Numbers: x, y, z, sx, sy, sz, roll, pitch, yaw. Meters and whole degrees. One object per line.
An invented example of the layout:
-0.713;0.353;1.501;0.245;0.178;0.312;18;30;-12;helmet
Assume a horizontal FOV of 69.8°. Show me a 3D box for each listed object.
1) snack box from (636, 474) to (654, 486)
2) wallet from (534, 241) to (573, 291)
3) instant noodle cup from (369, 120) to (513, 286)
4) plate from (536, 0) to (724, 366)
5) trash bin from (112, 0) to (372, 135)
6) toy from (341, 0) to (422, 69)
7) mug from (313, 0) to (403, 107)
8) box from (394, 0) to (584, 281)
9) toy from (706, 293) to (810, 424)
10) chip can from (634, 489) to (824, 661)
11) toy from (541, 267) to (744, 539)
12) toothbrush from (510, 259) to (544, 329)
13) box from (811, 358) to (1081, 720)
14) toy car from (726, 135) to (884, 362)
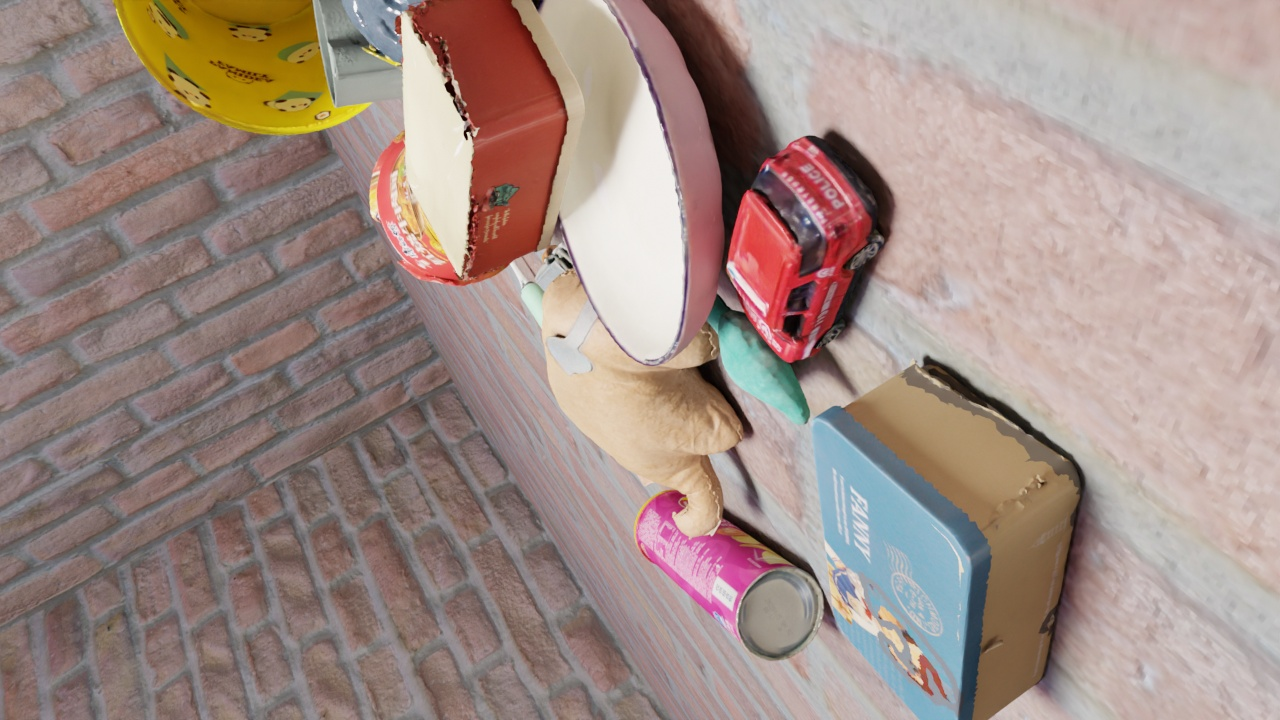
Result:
-0.020;0.046;0.880;0.157;0.026;0.084;58;166;5;snack box
-0.042;-0.049;0.743;0.106;0.037;0.130;51;168;-7;wallet
-0.131;-0.131;0.716;0.109;0.137;0.138;2;121;64;instant noodle cup
-0.004;-0.094;0.456;0.193;0.039;0.192;163;90;-72;plate
-0.345;-0.360;0.830;0.255;0.229;0.230;54;167;47;trash bin
-0.127;-0.237;0.523;0.356;0.091;0.138;-149;52;-63;toy
-0.172;-0.225;0.657;0.124;0.103;0.084;-131;34;-54;mug
-0.093;-0.115;0.495;0.091;0.076;0.169;61;160;11;box
0.055;-0.004;0.474;0.096;0.030;0.092;55;-177;10;toy
0.063;0.165;0.736;0.071;0.071;0.211;64;165;-16;chip can
0.002;0.030;0.627;0.143;0.082;0.226;21;144;35;toy
-0.100;-0.050;0.969;0.224;0.026;0.027;56;-172;16;toothbrush
0.123;0.081;0.380;0.090;0.059;0.184;45;161;45;box
0.062;-0.039;0.381;0.053;0.045;0.121;56;168;23;toy car
